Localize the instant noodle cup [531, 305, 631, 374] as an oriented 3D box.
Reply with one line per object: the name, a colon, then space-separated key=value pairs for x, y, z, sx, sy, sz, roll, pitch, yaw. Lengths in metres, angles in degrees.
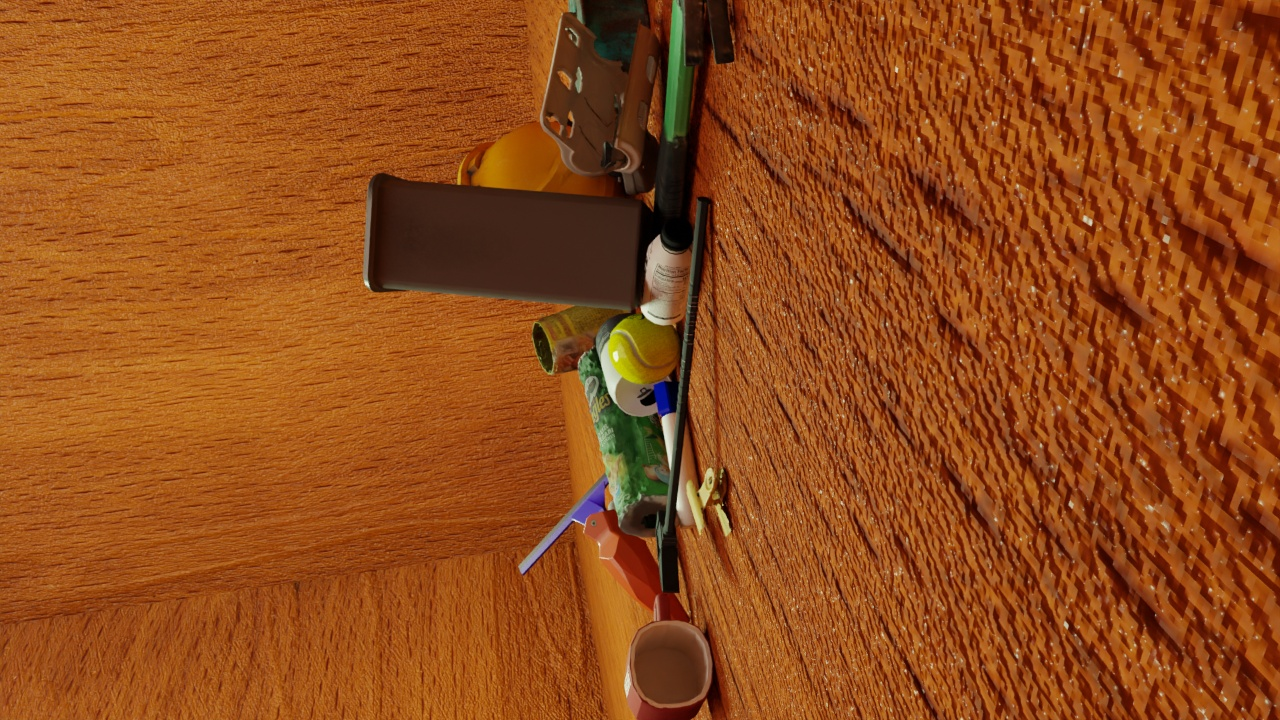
instant noodle cup: x=-0.071 y=-0.029 z=1.133 sx=0.102 sy=0.108 sz=0.102 roll=48 pitch=148 yaw=45

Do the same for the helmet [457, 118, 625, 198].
helmet: x=-0.090 y=-0.201 z=1.061 sx=0.132 sy=0.205 sz=0.254 roll=-40 pitch=28 yaw=28

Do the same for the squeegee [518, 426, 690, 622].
squeegee: x=-0.012 y=0.216 z=0.999 sx=0.185 sy=0.250 sz=0.055 roll=48 pitch=-163 yaw=20

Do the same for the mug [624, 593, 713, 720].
mug: x=0.025 y=0.295 z=0.909 sx=0.097 sy=0.080 sz=0.116 roll=96 pitch=172 yaw=-59

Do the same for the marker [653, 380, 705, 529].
marker: x=0.035 y=0.085 z=0.834 sx=0.027 sy=0.023 sz=0.133 roll=15 pitch=-120 yaw=-52

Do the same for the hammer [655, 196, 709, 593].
hammer: x=0.033 y=0.033 z=0.716 sx=0.094 sy=0.015 sz=0.325 roll=-94 pitch=7 yaw=-62

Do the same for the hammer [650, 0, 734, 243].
hammer: x=0.026 y=-0.169 z=0.667 sx=0.319 sy=0.032 sz=0.130 roll=94 pitch=166 yaw=-57

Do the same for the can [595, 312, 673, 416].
can: x=-0.005 y=0.005 z=0.920 sx=0.127 sy=0.064 sz=0.064 roll=-110 pitch=15 yaw=-59

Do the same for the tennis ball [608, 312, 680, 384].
tennis ball: x=0.004 y=-0.011 z=0.832 sx=0.065 sy=0.065 sz=0.065 roll=172 pitch=91 yaw=-83

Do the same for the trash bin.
trash bin: x=-0.105 y=-0.101 z=0.816 sx=0.191 sy=0.220 sz=0.097 roll=-52 pitch=-33 yaw=-83

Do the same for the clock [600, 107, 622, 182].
clock: x=-0.034 y=-0.247 z=0.975 sx=0.091 sy=0.043 sz=0.122 roll=96 pitch=165 yaw=-60

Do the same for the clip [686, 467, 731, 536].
clip: x=0.053 y=0.107 z=0.722 sx=0.048 sy=0.046 sz=0.054 roll=57 pitch=-169 yaw=-37

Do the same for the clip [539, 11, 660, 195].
clip: x=-0.011 y=-0.201 z=0.748 sx=0.150 sy=0.110 sz=0.126 roll=33 pitch=-125 yaw=-39

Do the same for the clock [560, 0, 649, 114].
clock: x=-0.038 y=-0.309 z=0.847 sx=0.121 sy=0.073 sz=0.157 roll=123 pitch=141 yaw=-78

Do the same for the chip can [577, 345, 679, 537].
chip can: x=-0.012 y=0.079 z=0.965 sx=0.076 sy=0.075 sz=0.223 roll=91 pitch=166 yaw=-46

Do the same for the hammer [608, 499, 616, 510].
hammer: x=-0.036 y=0.100 z=1.322 sx=0.127 sy=0.029 sz=0.323 roll=74 pitch=-173 yaw=-58

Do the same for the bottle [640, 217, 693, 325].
bottle: x=0.024 y=-0.071 z=0.725 sx=0.116 sy=0.041 sz=0.041 roll=99 pitch=163 yaw=-64
